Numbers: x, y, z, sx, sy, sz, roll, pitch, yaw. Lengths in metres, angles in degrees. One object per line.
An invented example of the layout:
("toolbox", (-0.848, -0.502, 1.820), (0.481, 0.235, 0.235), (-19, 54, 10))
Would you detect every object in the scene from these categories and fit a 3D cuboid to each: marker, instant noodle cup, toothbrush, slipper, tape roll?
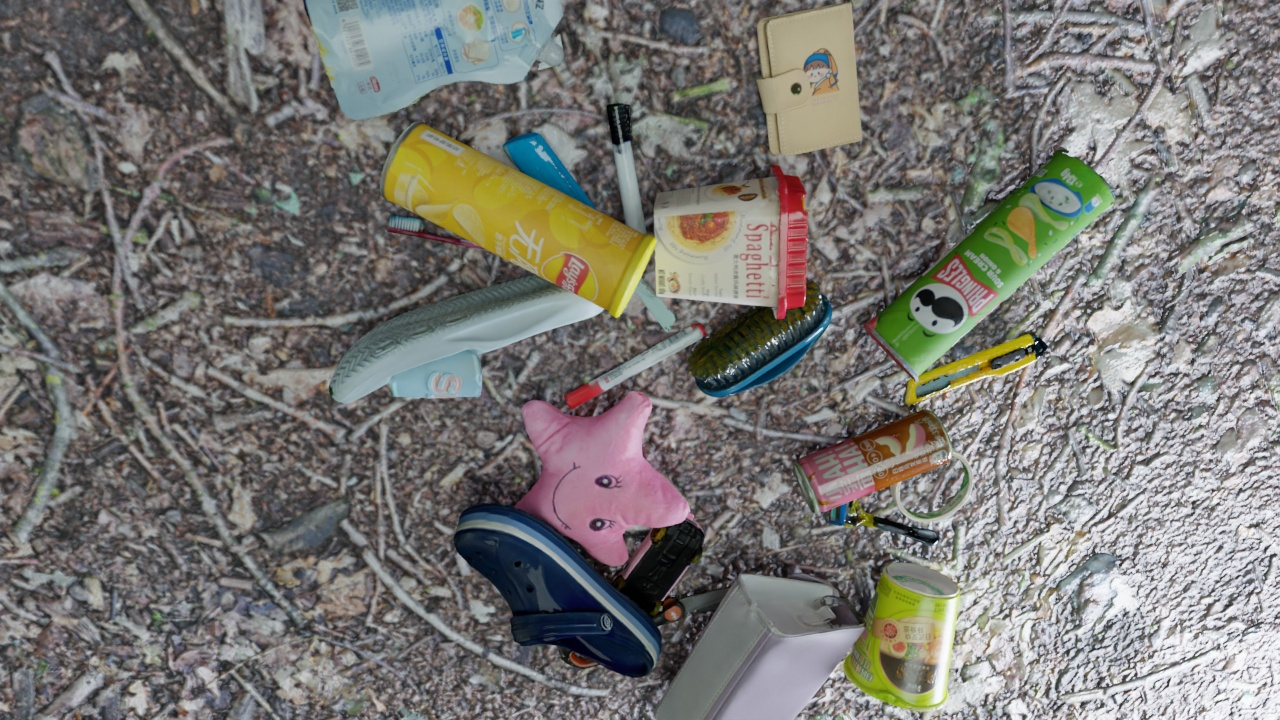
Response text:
("marker", (-0.005, 0.005, 0.855), (0.145, 0.017, 0.017), (-29, 113, 3))
("instant noodle cup", (0.282, 0.284, 0.970), (0.111, 0.111, 0.123), (7, 102, -12))
("toothbrush", (-0.123, -0.101, 0.790), (0.187, 0.016, 0.017), (9, 100, -9))
("slipper", (-0.086, 0.234, 0.868), (0.253, 0.095, 0.105), (43, 136, -22))
("instant noodle cup", (0.074, -0.100, 0.779), (0.124, 0.116, 0.116), (-2, 113, 4))
("tape roll", (0.303, 0.129, 0.954), (0.085, 0.014, 0.086), (-3, 112, -8))
("slipper", (-0.142, -0.014, 0.783), (0.245, 0.104, 0.074), (-19, 113, -8))
("marker", (-0.009, -0.155, 0.789), (0.022, 0.018, 0.131), (-16, 113, -12))

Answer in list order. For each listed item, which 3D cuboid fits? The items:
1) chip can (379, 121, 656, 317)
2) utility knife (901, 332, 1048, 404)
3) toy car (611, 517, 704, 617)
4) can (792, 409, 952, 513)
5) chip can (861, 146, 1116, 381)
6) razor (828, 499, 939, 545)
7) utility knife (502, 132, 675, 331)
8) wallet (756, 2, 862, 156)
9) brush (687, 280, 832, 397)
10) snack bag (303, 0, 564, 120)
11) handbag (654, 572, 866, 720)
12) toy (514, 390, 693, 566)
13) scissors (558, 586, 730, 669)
("chip can", (-0.096, -0.112, 0.729), (0.213, 0.072, 0.072), (27, 106, 1))
("utility knife", (0.331, 0.010, 0.909), (0.156, 0.015, 0.033), (-21, 111, 0))
("toy car", (0.016, 0.207, 0.927), (0.056, 0.037, 0.122), (33, 101, -13))
("can", (0.229, 0.099, 0.907), (0.147, 0.058, 0.058), (-22, 113, 0))
("chip can", (0.315, -0.086, 0.838), (0.236, 0.072, 0.072), (-44, 111, 9))
("razor", (0.253, 0.170, 0.960), (0.142, 0.022, 0.042), (20, 64, -19))
("utility knife", (-0.037, -0.107, 0.804), (0.034, 0.018, 0.225), (-28, 116, 25))
("wallet", (0.142, -0.236, 0.777), (0.087, 0.024, 0.115), (-12, 114, -3))
("brush", (0.115, -0.013, 0.848), (0.144, 0.055, 0.073), (-35, 135, 6))
("snack bag", (-0.154, -0.261, 0.713), (0.191, 0.039, 0.110), (-16, 108, -4))
("handbag", (0.121, 0.317, 0.948), (0.144, 0.098, 0.197), (13, 117, -34))
("toy", (-0.033, 0.110, 0.856), (0.178, 0.074, 0.195), (16, 116, 2))
("scissors", (0.017, 0.253, 0.955), (0.235, 0.021, 0.152), (-33, 112, 5))
